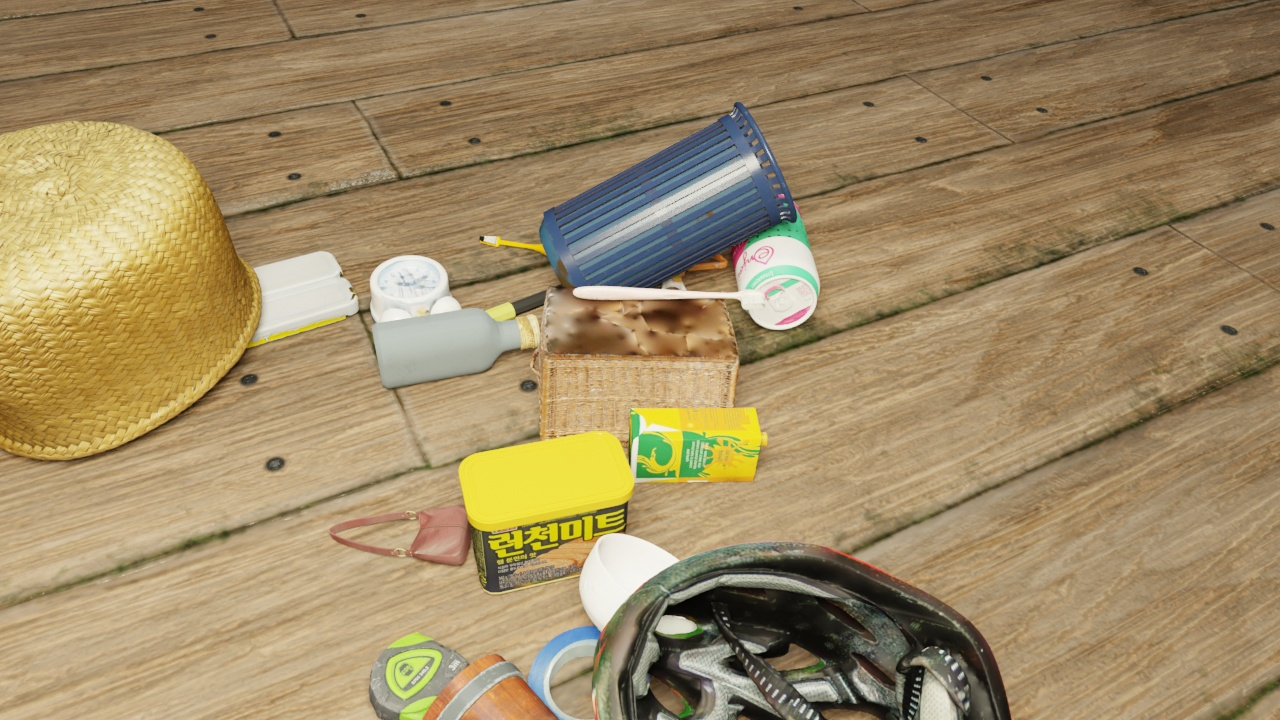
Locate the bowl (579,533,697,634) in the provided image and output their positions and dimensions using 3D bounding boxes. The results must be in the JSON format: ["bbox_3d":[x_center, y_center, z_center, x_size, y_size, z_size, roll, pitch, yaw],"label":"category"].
[{"bbox_3d":[0.000,0.185,0.704,0.105,0.054,0.104,27,13,-7],"label":"bowl"}]

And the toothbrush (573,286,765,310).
[{"bbox_3d":[0.028,-0.059,0.857,0.181,0.016,0.018,2,47,-5],"label":"toothbrush"}]

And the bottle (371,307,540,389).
[{"bbox_3d":[-0.182,-0.017,0.922,0.161,0.072,0.046,-10,49,-15],"label":"bottle"}]

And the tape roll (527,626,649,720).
[{"bbox_3d":[-0.038,0.243,0.683,0.091,0.016,0.093,-13,44,-18],"label":"tape roll"}]

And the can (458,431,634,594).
[{"bbox_3d":[-0.076,0.126,0.748,0.130,0.101,0.072,-10,43,-14],"label":"can"}]

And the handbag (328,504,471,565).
[{"bbox_3d":[-0.205,0.147,0.777,0.119,0.029,0.055,0,43,4],"label":"handbag"}]

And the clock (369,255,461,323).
[{"bbox_3d":[-0.242,-0.061,0.986,0.088,0.052,0.125,-15,48,-21],"label":"clock"}]

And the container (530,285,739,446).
[{"bbox_3d":[-0.005,0.005,0.880,0.198,0.113,0.113,0,42,-5],"label":"container"}]

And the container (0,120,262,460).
[{"bbox_3d":[-0.534,-0.085,0.863,0.307,0.197,0.306,-1,45,1],"label":"container"}]

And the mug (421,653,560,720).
[{"bbox_3d":[-0.094,0.277,0.607,0.111,0.081,0.117,35,74,25],"label":"mug"}]

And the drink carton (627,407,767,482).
[{"bbox_3d":[0.051,0.078,0.842,0.122,0.058,0.041,0,42,-4],"label":"drink carton"}]

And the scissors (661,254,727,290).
[{"bbox_3d":[0.045,-0.105,1.082,0.125,0.011,0.128,-6,42,-9],"label":"scissors"}]

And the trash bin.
[{"bbox_3d":[0.024,-0.154,0.983,0.250,0.139,0.139,-27,44,6],"label":"trash bin"}]

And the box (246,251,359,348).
[{"bbox_3d":[-0.421,-0.061,0.995,0.209,0.023,0.127,-20,48,-23],"label":"box"}]

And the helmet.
[{"bbox_3d":[0.098,0.234,0.586,0.272,0.167,0.216,20,58,4],"label":"helmet"}]

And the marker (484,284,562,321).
[{"bbox_3d":[-0.132,-0.058,1.013,0.123,0.018,0.021,-24,82,-29],"label":"marker"}]

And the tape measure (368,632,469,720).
[{"bbox_3d":[-0.166,0.235,0.671,0.059,0.036,0.065,32,45,16],"label":"tape measure"}]

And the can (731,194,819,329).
[{"bbox_3d":[0.150,-0.116,1.043,0.088,0.088,0.165,1,42,-3],"label":"can"}]

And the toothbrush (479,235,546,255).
[{"bbox_3d":[-0.100,-0.131,1.090,0.197,0.031,0.031,10,-3,14],"label":"toothbrush"}]
